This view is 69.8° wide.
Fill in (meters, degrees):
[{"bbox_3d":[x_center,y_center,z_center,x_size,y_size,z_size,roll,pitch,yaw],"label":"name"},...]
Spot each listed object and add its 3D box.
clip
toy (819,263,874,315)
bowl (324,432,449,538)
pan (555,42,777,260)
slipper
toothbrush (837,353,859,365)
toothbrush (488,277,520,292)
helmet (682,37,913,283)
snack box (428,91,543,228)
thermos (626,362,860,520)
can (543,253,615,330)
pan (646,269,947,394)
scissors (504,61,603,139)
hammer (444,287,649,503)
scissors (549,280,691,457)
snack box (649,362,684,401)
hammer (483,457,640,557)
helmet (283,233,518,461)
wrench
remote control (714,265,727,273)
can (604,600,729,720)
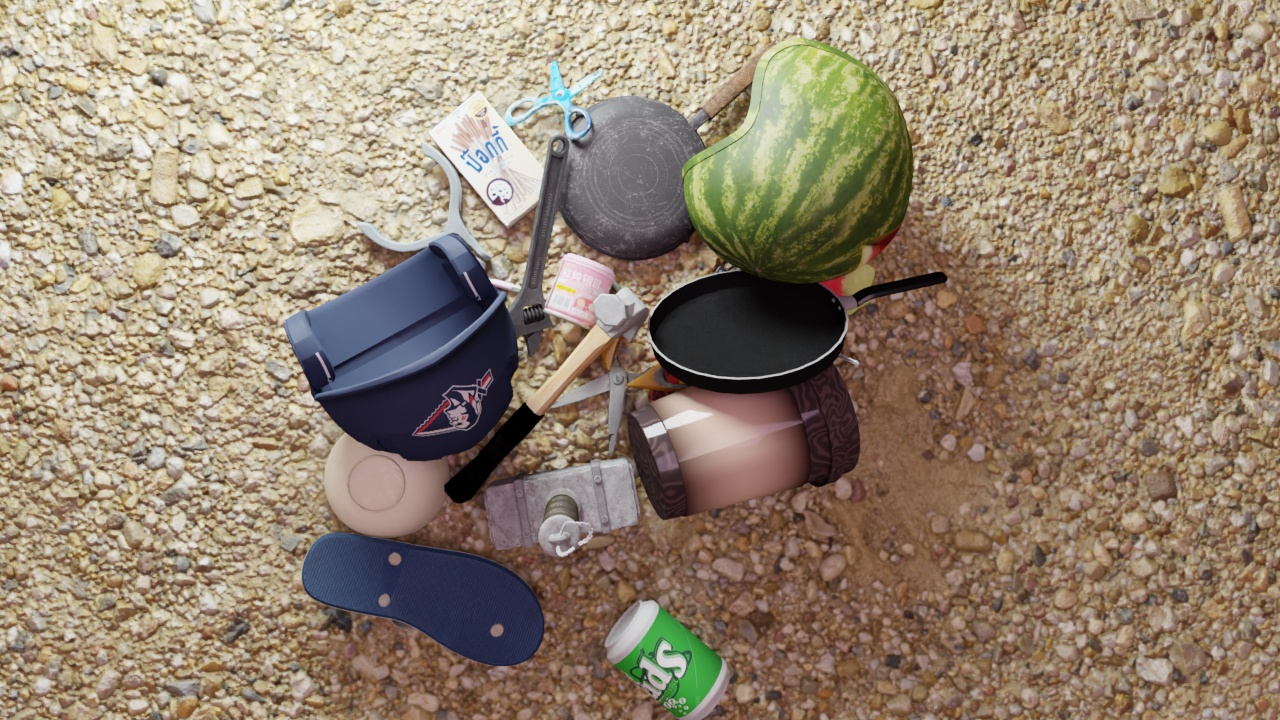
[{"bbox_3d":[-0.262,-0.189,1.115,0.164,0.032,0.165,-4,97,-2],"label":"clip"},{"bbox_3d":[0.224,-0.099,1.141,0.135,0.045,0.091,6,88,3],"label":"toy"},{"bbox_3d":[-0.308,0.142,1.090,0.150,0.075,0.150,0,89,-3],"label":"bowl"},{"bbox_3d":[0.050,-0.277,1.128,0.356,0.040,0.207,-43,100,-5],"label":"pan"},{"bbox_3d":[-0.254,0.276,1.101,0.295,0.060,0.118,19,85,-8],"label":"slipper"},{"bbox_3d":[0.212,-0.018,1.064,0.010,0.181,0.010,-31,109,-8],"label":"toothbrush"},{"bbox_3d":[-0.199,-0.100,1.129,0.155,0.015,0.022,16,120,-4],"label":"toothbrush"},{"bbox_3d":[0.185,-0.205,1.050,0.243,0.213,0.247,33,80,11],"label":"helmet"},{"bbox_3d":[-0.181,-0.245,1.126,0.082,0.026,0.150,-39,92,-3],"label":"snack box"},{"bbox_3d":[0.112,0.087,1.058,0.226,0.173,0.172,-17,90,-12],"label":"thermos"},{"bbox_3d":[-0.073,-0.082,1.098,0.067,0.067,0.076,21,89,-3],"label":"can"},{"bbox_3d":[0.185,-0.050,1.055,0.356,0.225,0.034,-13,125,-7],"label":"pan"},{"bbox_3d":[-0.099,-0.310,1.113,0.134,0.011,0.140,-29,59,4],"label":"scissors"},{"bbox_3d":[-0.113,0.045,1.078,0.039,0.131,0.328,45,102,9],"label":"hammer"},{"bbox_3d":[-0.008,0.007,1.124,0.230,0.016,0.225,0,87,9],"label":"scissors"},{"bbox_3d":[0.069,-0.004,1.142,0.089,0.021,0.133,13,89,-3],"label":"snack box"},{"bbox_3d":[-0.085,0.167,0.978,0.177,0.326,0.079,-10,90,-4],"label":"hammer"},{"bbox_3d":[-0.239,0.002,1.000,0.232,0.273,0.223,-31,99,-15],"label":"helmet"},{"bbox_3d":[-0.123,-0.132,1.099,0.073,0.018,0.273,5,104,-30],"label":"wrench"},{"bbox_3d":[0.147,-0.067,1.154,0.140,0.009,0.030,35,87,-3],"label":"remote control"},{"bbox_3d":[0.032,0.361,1.104,0.140,0.088,0.088,41,87,-2],"label":"can"}]
